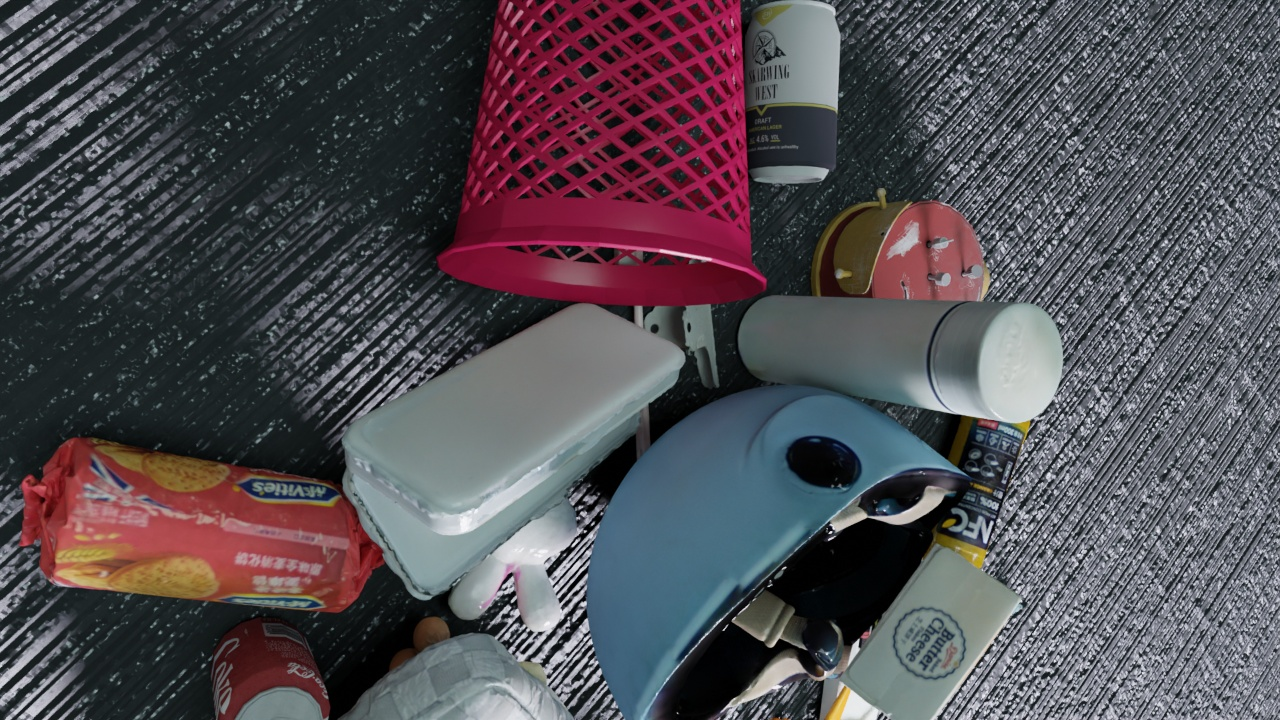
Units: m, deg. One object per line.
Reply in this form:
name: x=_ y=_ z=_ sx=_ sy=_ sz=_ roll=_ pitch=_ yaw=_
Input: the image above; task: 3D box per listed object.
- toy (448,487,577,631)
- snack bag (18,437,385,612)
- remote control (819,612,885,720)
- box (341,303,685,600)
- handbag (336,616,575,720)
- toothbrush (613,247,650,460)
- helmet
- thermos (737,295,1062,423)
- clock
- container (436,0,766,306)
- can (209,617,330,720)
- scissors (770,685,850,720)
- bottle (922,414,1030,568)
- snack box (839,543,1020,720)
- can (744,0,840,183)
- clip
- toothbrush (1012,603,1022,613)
toy: x=-0.075 y=0.106 z=0.588 sx=0.076 sy=0.037 sz=0.125 roll=15 pitch=82 yaw=-24
snack bag: x=-0.227 y=0.088 z=0.487 sx=0.176 sy=0.082 sz=0.082 roll=16 pitch=87 yaw=-28
remote control: x=0.178 y=0.237 z=0.739 sx=0.049 sy=0.024 sz=0.143 roll=5 pitch=93 yaw=-28
box: x=-0.073 y=0.051 z=0.547 sx=0.215 sy=0.108 sz=0.110 roll=-31 pitch=144 yaw=-44
handbag: x=-0.101 y=0.215 z=0.530 sx=0.112 sy=0.123 sz=0.171 roll=-33 pitch=134 yaw=-7
toothbrush: x=-0.004 y=0.004 z=0.627 sx=0.018 sy=0.016 sz=0.181 roll=-6 pitch=97 yaw=-20
helmet: x=0.066 y=0.119 z=0.576 sx=0.264 sy=0.167 sz=0.226 roll=-21 pitch=140 yaw=-42
thermos: x=0.151 y=-0.007 z=0.584 sx=0.067 sy=0.230 sz=0.068 roll=-3 pitch=96 yaw=-28
clock: x=0.213 y=-0.055 z=0.696 sx=0.158 sy=0.081 sz=0.117 roll=33 pitch=80 yaw=-26
container: x=-0.015 y=-0.157 z=0.527 sx=0.183 sy=0.183 sz=0.225 roll=6 pitch=84 yaw=-28
can: x=-0.201 y=0.178 z=0.496 sx=0.054 sy=0.097 sz=0.054 roll=-3 pitch=96 yaw=-27
scissors: x=0.140 y=0.308 z=0.723 sx=0.125 sy=0.011 sz=0.129 roll=-5 pitch=106 yaw=-15
bottle: x=0.266 y=0.127 z=0.757 sx=0.053 sy=0.053 sz=0.186 roll=24 pitch=84 yaw=-27
snack box: x=0.204 y=0.186 z=0.627 sx=0.104 sy=0.057 sz=0.207 roll=-56 pitch=155 yaw=2
can: x=0.104 y=-0.190 z=0.636 sx=0.064 sy=0.064 sz=0.127 roll=-2 pitch=96 yaw=-27
clip: x=0.035 y=-0.025 z=0.637 sx=0.054 sy=0.038 sz=0.101 roll=-14 pitch=101 yaw=-39
toothbrush: x=0.279 y=0.224 z=0.795 sx=0.134 sy=0.017 sz=0.021 roll=-6 pitch=96 yaw=-27
